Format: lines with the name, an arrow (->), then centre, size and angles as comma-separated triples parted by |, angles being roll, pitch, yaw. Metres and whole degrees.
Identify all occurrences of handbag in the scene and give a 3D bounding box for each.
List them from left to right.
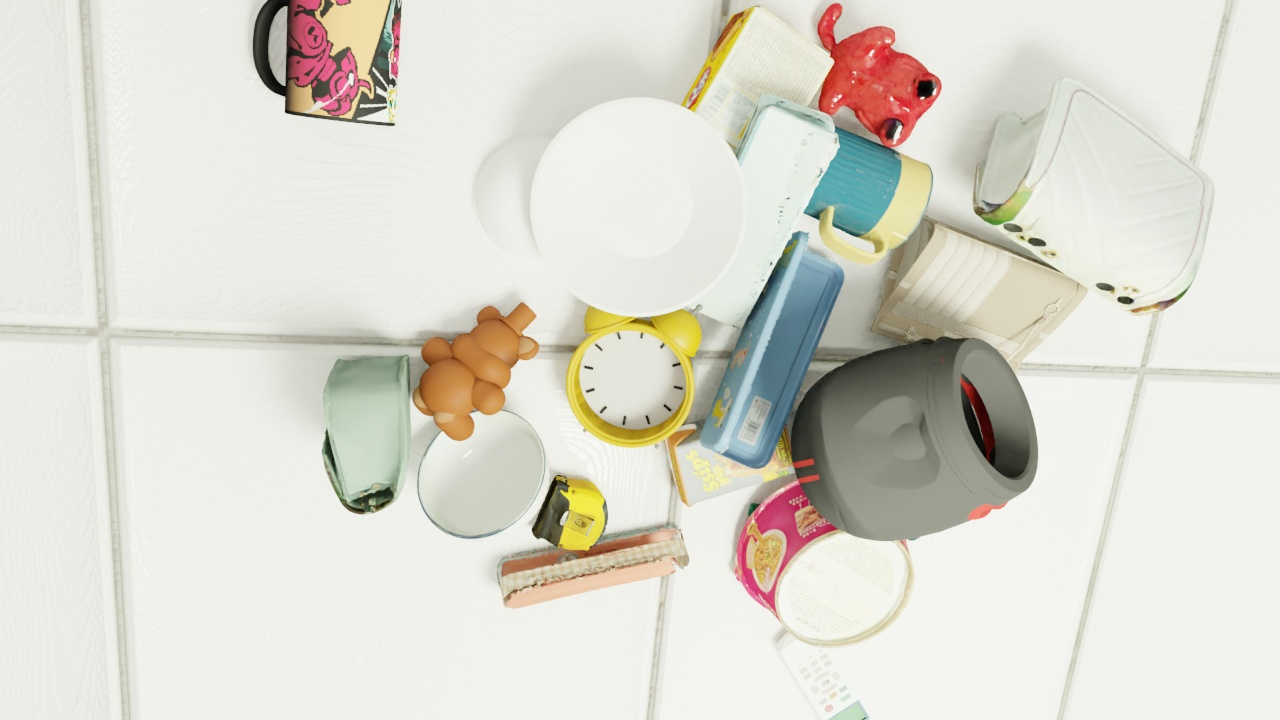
handbag -> -0.225, 0.055, 0.758 | 0.067, 0.122, 0.106 | -3, 106, -11
handbag -> 0.303, -0.021, 0.895 | 0.175, 0.062, 0.198 | 17, 110, -16
handbag -> 0.408, -0.141, 0.835 | 0.198, 0.096, 0.141 | 29, 71, -14

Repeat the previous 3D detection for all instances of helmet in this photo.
helmet -> 0.226, 0.073, 0.811 | 0.170, 0.264, 0.164 | -23, 80, 37

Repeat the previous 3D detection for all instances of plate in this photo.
plate -> -0.001, -0.125, 0.752 | 0.174, 0.036, 0.174 | 1, 106, 2

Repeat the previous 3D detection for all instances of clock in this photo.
clock -> -0.005, 0.005, 0.820 | 0.113, 0.052, 0.152 | 13, 105, 3

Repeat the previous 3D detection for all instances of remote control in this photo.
remote control -> 0.195, 0.340, 0.980 | 0.049, 0.024, 0.143 | -32, 107, -2

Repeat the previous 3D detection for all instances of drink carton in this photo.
drink carton -> 0.089, 0.085, 0.873 | 0.124, 0.048, 0.076 | -16, 108, -7

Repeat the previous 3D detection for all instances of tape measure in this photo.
tape measure -> -0.061, 0.146, 0.863 | 0.064, 0.037, 0.065 | 22, 100, -16

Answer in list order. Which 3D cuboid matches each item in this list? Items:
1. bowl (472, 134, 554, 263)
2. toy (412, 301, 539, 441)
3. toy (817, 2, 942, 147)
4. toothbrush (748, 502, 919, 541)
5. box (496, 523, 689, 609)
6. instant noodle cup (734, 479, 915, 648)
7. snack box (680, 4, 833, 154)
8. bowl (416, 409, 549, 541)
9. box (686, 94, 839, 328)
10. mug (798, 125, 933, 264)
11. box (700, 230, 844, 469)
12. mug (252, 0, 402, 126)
bowl -> -0.086, -0.134, 0.778 | 0.110, 0.040, 0.110 | -3, 106, -11
toy -> -0.140, 0.003, 0.798 | 0.095, 0.065, 0.127 | 38, 77, 21
toy -> 0.201, -0.250, 0.808 | 0.133, 0.093, 0.088 | 49, 121, 5
toothbrush -> 0.200, 0.165, 0.936 | 0.189, 0.017, 0.016 | 9, 106, -15
box -> -0.046, 0.196, 0.889 | 0.188, 0.062, 0.058 | -8, 132, -12
instant noodle cup -> 0.189, 0.205, 0.900 | 0.178, 0.077, 0.179 | -3, 114, -7
snack box -> 0.095, -0.230, 0.778 | 0.083, 0.061, 0.106 | 29, 98, -18
bowl -> -0.131, 0.108, 0.813 | 0.118, 0.118, 0.062 | -33, 150, -2
box -> 0.092, -0.123, 0.776 | 0.083, 0.065, 0.199 | 33, 128, 11
mug -> 0.187, -0.141, 0.802 | 0.107, 0.083, 0.113 | 20, 64, -16
box -> 0.125, -0.006, 0.817 | 0.074, 0.078, 0.209 | 23, 84, -8
mug -> -0.243, -0.236, 0.702 | 0.118, 0.081, 0.098 | 11, 104, 13
